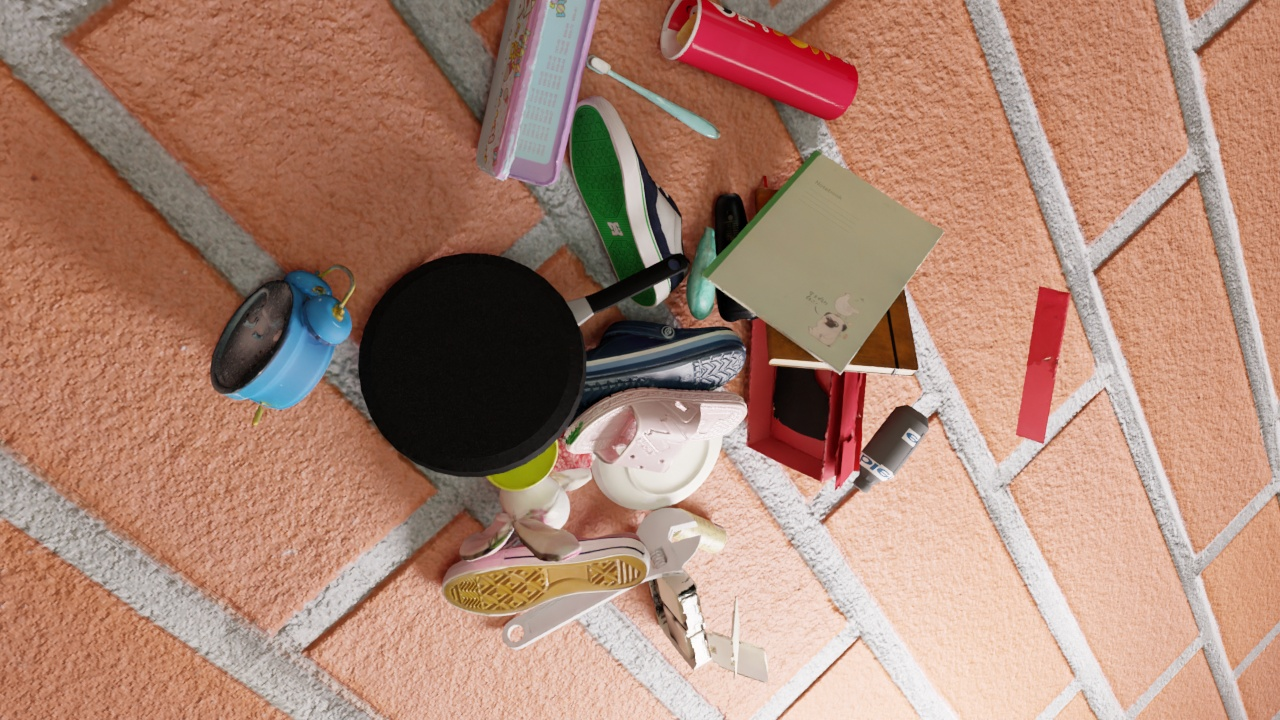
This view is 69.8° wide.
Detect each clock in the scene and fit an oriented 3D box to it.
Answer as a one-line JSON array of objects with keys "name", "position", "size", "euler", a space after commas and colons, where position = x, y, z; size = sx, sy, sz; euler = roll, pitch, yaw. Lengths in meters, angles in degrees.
[{"name": "clock", "position": [-0.324, -0.024, 0.845], "size": [0.161, 0.117, 0.060], "euler": [-48, 133, 2]}]

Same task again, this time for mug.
[{"name": "mug", "position": [-0.144, 0.080, 0.980], "size": [0.082, 0.106, 0.083], "euler": [-9, 112, -24]}]

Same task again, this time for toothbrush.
[{"name": "toothbrush", "position": [0.018, -0.279, 0.981], "size": [0.180, 0.016, 0.016], "euler": [21, 98, -33]}]

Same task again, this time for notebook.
[{"name": "notebook", "position": [0.222, -0.098, 1.027], "size": [0.178, 0.248, 0.014], "euler": [5, 149, -8]}, {"name": "notebook", "position": [0.207, -0.119, 1.020], "size": [0.251, 0.182, 0.010], "euler": [-47, 167, -29]}]

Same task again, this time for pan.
[{"name": "pan", "position": [-0.109, -0.028, 0.919], "size": [0.356, 0.034, 0.225], "euler": [-27, 83, -8]}]

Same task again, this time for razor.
[{"name": "razor", "position": [0.110, -0.119, 1.073], "size": [0.054, 0.067, 0.151], "euler": [-7, 101, 9]}]

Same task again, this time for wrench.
[{"name": "wrench", "position": [-0.050, 0.268, 1.125], "size": [0.273, 0.086, 0.018], "euler": [-28, 146, -1]}]

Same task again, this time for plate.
[{"name": "plate", "position": [0.028, 0.106, 1.121], "size": [0.182, 0.034, 0.182], "euler": [-10, 113, -24]}]

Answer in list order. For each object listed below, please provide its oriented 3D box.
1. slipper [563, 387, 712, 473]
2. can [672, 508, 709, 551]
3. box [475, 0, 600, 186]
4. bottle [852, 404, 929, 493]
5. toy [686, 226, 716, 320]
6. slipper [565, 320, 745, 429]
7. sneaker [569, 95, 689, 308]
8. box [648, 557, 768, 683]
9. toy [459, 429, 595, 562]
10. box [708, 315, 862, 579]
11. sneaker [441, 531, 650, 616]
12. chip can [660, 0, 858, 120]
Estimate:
[{"name": "slipper", "position": [0.030, 0.080, 1.023], "size": [0.238, 0.064, 0.094], "euler": [-3, 141, -36]}, {"name": "can", "position": [0.071, 0.220, 1.184], "size": [0.079, 0.038, 0.038], "euler": [28, 95, -32]}, {"name": "box", "position": [-0.105, -0.280, 0.881], "size": [0.096, 0.077, 0.214], "euler": [-7, 116, -58]}, {"name": "bottle", "position": [0.284, 0.103, 1.054], "size": [0.047, 0.047, 0.112], "euler": [35, 93, -33]}, {"name": "toy", "position": [0.070, -0.089, 1.033], "size": [0.033, 0.084, 0.105], "euler": [9, 148, 9]}, {"name": "slipper", "position": [-0.006, 0.006, 1.035], "size": [0.252, 0.095, 0.105], "euler": [-12, 149, -17]}, {"name": "sneaker", "position": [-0.005, -0.175, 0.977], "size": [0.078, 0.084, 0.235], "euler": [-39, 125, -29]}, {"name": "box", "position": [0.086, 0.327, 1.141], "size": [0.068, 0.191, 0.144], "euler": [-25, 125, -18]}, {"name": "toy", "position": [-0.107, 0.147, 1.014], "size": [0.084, 0.159, 0.193], "euler": [62, 37, -28]}, {"name": "box", "position": [0.137, 0.066, 1.030], "size": [0.324, 0.153, 0.214], "euler": [-30, 127, -50]}, {"name": "sneaker", "position": [-0.110, 0.230, 1.069], "size": [0.241, 0.087, 0.118], "euler": [-8, 127, -1]}, {"name": "chip can", "position": [0.132, -0.324, 0.990], "size": [0.220, 0.069, 0.069], "euler": [11, 103, -30]}]
